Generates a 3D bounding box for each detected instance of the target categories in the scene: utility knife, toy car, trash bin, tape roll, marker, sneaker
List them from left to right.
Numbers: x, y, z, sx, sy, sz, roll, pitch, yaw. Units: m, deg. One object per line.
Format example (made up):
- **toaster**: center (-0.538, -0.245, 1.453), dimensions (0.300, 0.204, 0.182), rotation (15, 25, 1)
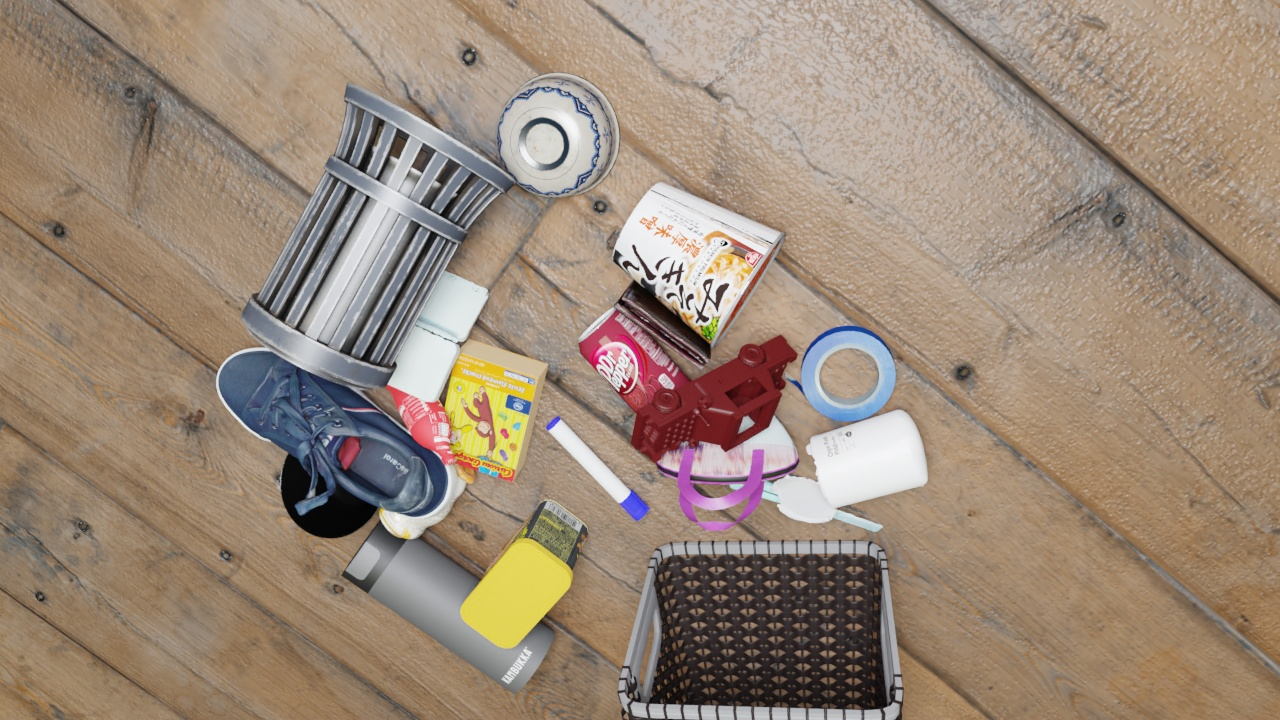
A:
- **sneaker**: center (-0.334, 0.073, 0.936), dimensions (0.295, 0.127, 0.120), rotation (28, 87, 15)
- **trash bin**: center (-0.239, -0.102, 0.819), dimensions (0.164, 0.164, 0.227), rotation (29, 93, -1)
- **marker**: center (-0.046, 0.116, 0.984), dimensions (0.020, 0.020, 0.141), rotation (-40, 99, 21)
- **toy car**: center (0.076, 0.042, 0.851), dimensions (0.062, 0.169, 0.070), rotation (50, 151, 27)
- **utility knife**: center (0.172, 0.148, 0.960), dimensions (0.168, 0.015, 0.022), rotation (18, 112, 0)
- **tape roll**: center (0.202, 0.013, 0.898), dimensions (0.091, 0.016, 0.093), rotation (41, 113, -6)

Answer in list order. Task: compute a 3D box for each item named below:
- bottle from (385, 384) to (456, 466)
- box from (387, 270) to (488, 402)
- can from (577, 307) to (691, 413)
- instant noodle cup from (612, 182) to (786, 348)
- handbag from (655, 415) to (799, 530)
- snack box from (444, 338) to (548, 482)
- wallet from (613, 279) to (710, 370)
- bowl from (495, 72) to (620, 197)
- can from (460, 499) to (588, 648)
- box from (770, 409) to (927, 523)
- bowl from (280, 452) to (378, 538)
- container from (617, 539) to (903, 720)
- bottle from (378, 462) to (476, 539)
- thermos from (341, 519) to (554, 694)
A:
- **bottle**: center (-0.227, 0.050, 0.946), dimensions (0.042, 0.041, 0.141), rotation (-47, 62, 22)
- **box**: center (-0.267, -0.054, 0.913), dimensions (0.197, 0.043, 0.135), rotation (25, 77, -2)
- **can**: center (-0.005, 0.005, 0.909), dimensions (0.063, 0.063, 0.114), rotation (-39, 100, 21)
- **instant noodle cup**: center (0.048, -0.095, 0.838), dimensions (0.122, 0.123, 0.124), rotation (33, 113, 7)
- **handbag**: center (0.077, 0.105, 0.874), dimensions (0.145, 0.169, 0.068), rotation (-1, 110, 11)
- **snack box**: center (-0.158, 0.053, 0.969), dimensions (0.088, 0.040, 0.126), rotation (18, 113, 4)
- **wallet**: center (0.022, -0.033, 0.859), dimensions (0.099, 0.120, 0.031), rotation (36, 99, -4)
- **bowl**: center (-0.081, -0.203, 0.845), dimensions (0.115, 0.059, 0.116), rotation (4, 111, 9)
- **can**: center (-0.123, 0.229, 0.998), dimensions (0.072, 0.100, 0.131), rotation (38, 113, -5)
- **box**: center (0.200, 0.111, 0.903), dimensions (0.161, 0.081, 0.092), rotation (-17, 127, 16)
- **bowl**: center (-0.328, 0.133, 1.017), dimensions (0.124, 0.052, 0.124), rotation (-1, 82, 10)
- **container**: center (0.131, 0.354, 0.924), dimensions (0.246, 0.246, 0.244), rotation (-3, 114, 12)
- **bottle**: center (-0.233, 0.147, 1.009), dimensions (0.109, 0.063, 0.063), rotation (-37, 101, 9)
- **thermos**: center (-0.219, 0.276, 1.045), dimensions (0.240, 0.082, 0.082), rotation (36, 113, -4)
